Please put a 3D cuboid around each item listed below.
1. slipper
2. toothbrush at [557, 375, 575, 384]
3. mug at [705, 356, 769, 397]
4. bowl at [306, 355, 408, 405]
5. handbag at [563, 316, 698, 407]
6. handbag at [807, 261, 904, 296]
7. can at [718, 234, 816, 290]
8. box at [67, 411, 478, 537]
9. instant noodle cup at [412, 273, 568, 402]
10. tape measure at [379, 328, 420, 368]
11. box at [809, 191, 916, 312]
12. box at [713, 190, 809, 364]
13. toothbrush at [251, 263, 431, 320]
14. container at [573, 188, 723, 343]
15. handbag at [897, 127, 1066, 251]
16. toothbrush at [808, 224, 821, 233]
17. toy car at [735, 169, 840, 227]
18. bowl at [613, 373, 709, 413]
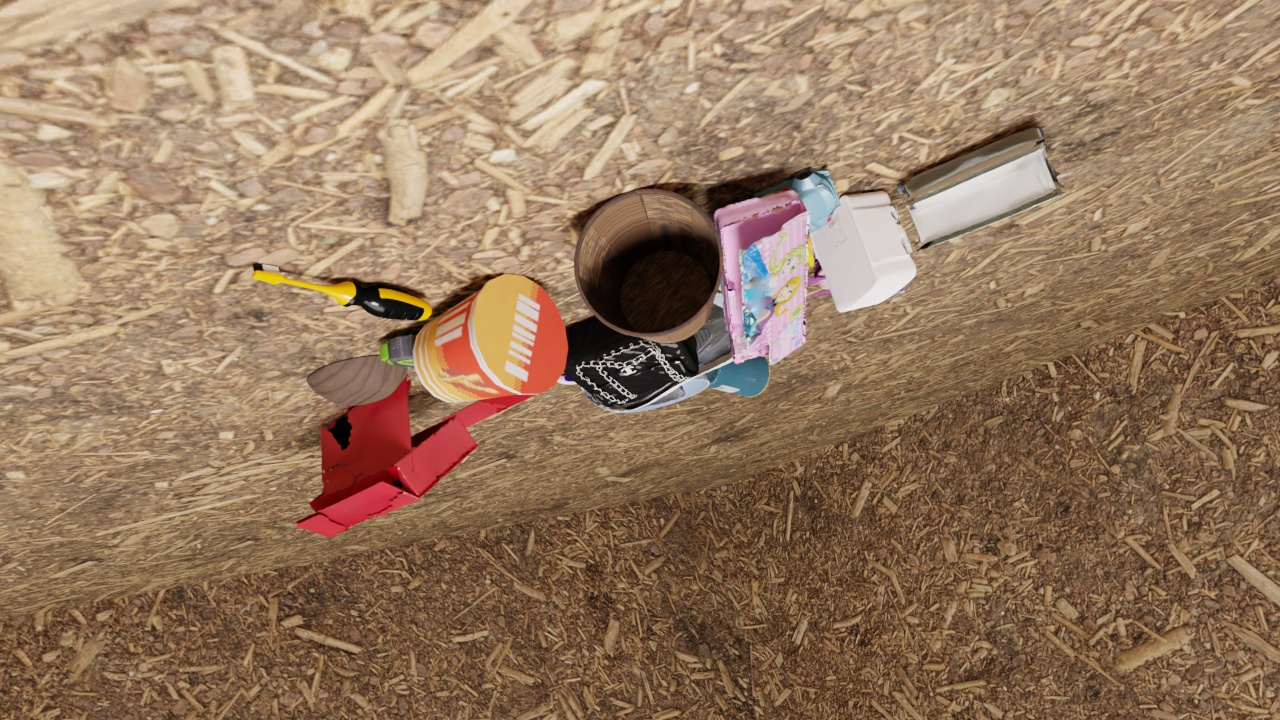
[{"bbox_3d":[0.035,-0.006,1.217,0.264,0.111,0.063,-27,169,27],"label":"slipper"},{"bbox_3d":[-0.136,0.024,1.323,0.015,0.016,0.186,-22,164,24],"label":"toothbrush"},{"bbox_3d":[0.142,0.017,1.480,0.078,0.078,0.121,-26,158,38],"label":"mug"},{"bbox_3d":[-0.335,0.029,1.100,0.119,0.032,0.119,-14,166,-4],"label":"bowl"},{"bbox_3d":[-0.007,0.006,1.126,0.154,0.114,0.125,-23,134,19],"label":"handbag"},{"bbox_3d":[0.237,-0.104,1.144,0.170,0.068,0.144,-12,167,15],"label":"handbag"},{"bbox_3d":[0.123,-0.114,0.953,0.105,0.067,0.068,-16,166,2],"label":"can"},{"bbox_3d":[-0.416,0.142,1.107,0.213,0.128,0.424,-24,162,37],"label":"box"},{"bbox_3d":[-0.163,-0.013,0.960,0.121,0.123,0.123,-17,168,39],"label":"instant noodle cup"},{"bbox_3d":[-0.253,-0.014,1.016,0.059,0.036,0.065,-10,172,17],"label":"tape measure"},{"bbox_3d":[0.258,-0.122,0.988,0.101,0.108,0.103,-14,166,-20],"label":"box"},{"bbox_3d":[0.126,-0.065,0.905,0.084,0.063,0.231,-14,147,0],"label":"box"},{"bbox_3d":[-0.265,-0.060,0.835,0.031,0.030,0.196,-28,159,27],"label":"toothbrush"},{"bbox_3d":[0.016,-0.077,0.885,0.132,0.132,0.167,-17,172,5],"label":"container"},{"bbox_3d":[0.357,-0.184,0.966,0.152,0.074,0.175,-21,-176,28],"label":"handbag"},{"bbox_3d":[0.134,-0.129,1.012,0.135,0.017,0.021,-20,163,18],"label":"toothbrush"},{"bbox_3d":[0.137,-0.141,0.883,0.108,0.027,0.060,-19,127,18],"label":"toy car"},{"bbox_3d":[0.020,0.019,1.348,0.150,0.074,0.151,-14,166,-4],"label":"bowl"}]
